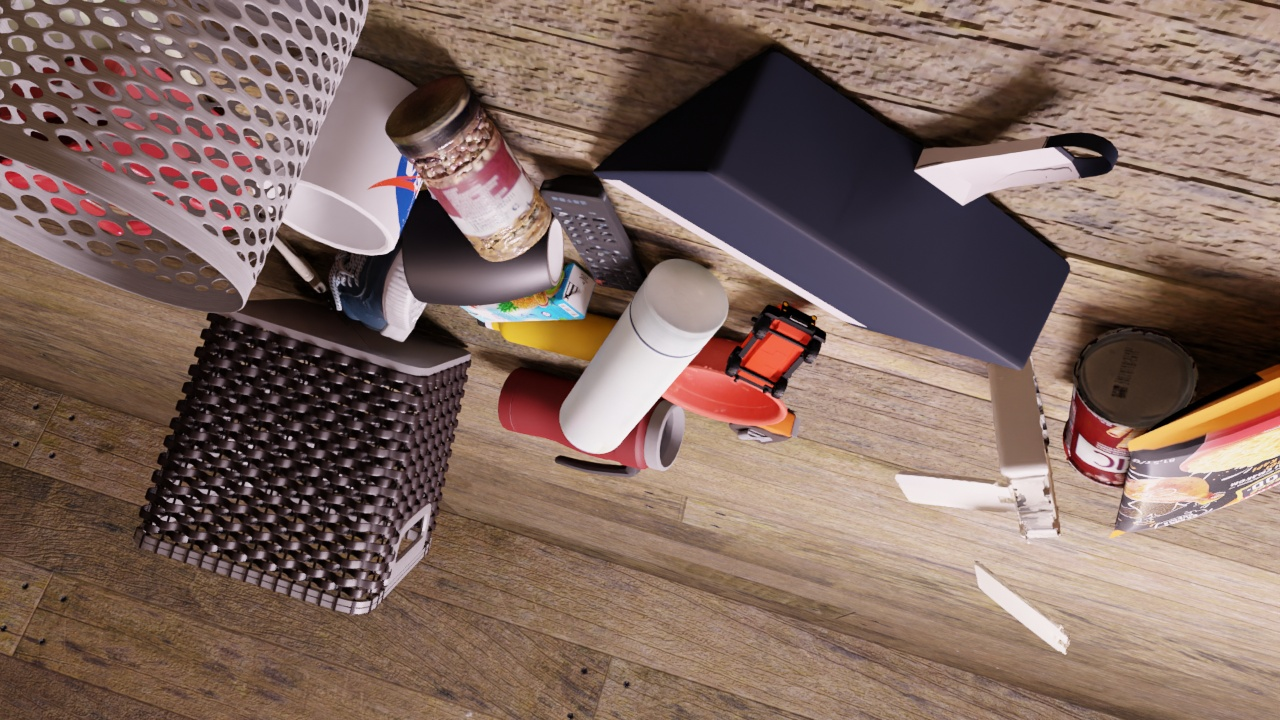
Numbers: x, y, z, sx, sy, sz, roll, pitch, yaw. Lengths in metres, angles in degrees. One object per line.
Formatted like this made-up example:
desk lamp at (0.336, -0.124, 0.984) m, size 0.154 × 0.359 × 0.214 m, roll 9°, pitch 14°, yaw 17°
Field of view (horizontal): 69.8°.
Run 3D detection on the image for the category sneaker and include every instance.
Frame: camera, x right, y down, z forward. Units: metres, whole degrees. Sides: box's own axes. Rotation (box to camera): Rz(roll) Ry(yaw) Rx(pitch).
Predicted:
sneaker at (-0.224, -0.073, 0.796) m, size 0.087 × 0.089 × 0.236 m, roll 28°, pitch 164°, yaw -14°

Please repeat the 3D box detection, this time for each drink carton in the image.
drink carton at (-0.099, -0.057, 0.786) m, size 0.129 × 0.044 × 0.038 m, roll 0°, pitch 155°, yaw 38°

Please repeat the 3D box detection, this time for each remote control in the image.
remote control at (-0.027, -0.090, 0.664) m, size 0.047 × 0.022 × 0.150 m, roll 11°, pitch 162°, yaw 17°

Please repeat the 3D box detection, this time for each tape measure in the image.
tape measure at (0.121, 0.065, 0.941) m, size 0.058 × 0.038 × 0.058 m, roll 26°, pitch 160°, yaw -23°

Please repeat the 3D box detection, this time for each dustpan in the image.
dustpan at (0.131, -0.083, 0.512) m, size 0.236 × 0.080 × 0.273 m, roll 27°, pitch 180°, yaw -25°

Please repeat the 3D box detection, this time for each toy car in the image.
toy car at (0.105, -0.012, 0.718) m, size 0.051 × 0.048 × 0.100 m, roll 26°, pitch 146°, yaw -3°

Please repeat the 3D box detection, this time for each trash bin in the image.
trash bin at (-0.234, -0.140, 0.449) m, size 0.156 × 0.183 × 0.157 m, roll 16°, pitch 162°, yaw 5°

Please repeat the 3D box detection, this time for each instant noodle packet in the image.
instant noodle packet at (0.382, 0.054, 0.581) m, size 0.160 × 0.032 × 0.221 m, roll -26°, pitch 148°, yaw 11°

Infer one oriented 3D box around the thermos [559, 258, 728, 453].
thermos at (-0.004, 0.004, 0.754) m, size 0.068 × 0.067 × 0.231 m, roll 21°, pitch 145°, yaw -11°

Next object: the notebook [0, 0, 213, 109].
notebook at (-0.432, -0.232, 0.641) m, size 0.252 × 0.010 × 0.182 m, roll 18°, pitch 162°, yaw -1°

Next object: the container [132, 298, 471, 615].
container at (-0.337, 0.084, 0.981) m, size 0.245 × 0.244 × 0.247 m, roll 17°, pitch -174°, yaw 1°

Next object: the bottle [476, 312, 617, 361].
bottle at (-0.080, -0.029, 0.846) m, size 0.144 × 0.043 × 0.043 m, roll 14°, pitch 161°, yaw 11°

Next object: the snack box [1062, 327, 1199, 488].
snack box at (0.326, 0.035, 0.616) m, size 0.072 × 0.072 × 0.121 m, roll 9°, pitch 159°, yaw 25°

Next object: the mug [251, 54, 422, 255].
mug at (-0.189, -0.125, 0.598) m, size 0.091 × 0.090 × 0.121 m, roll 22°, pitch 161°, yaw -12°

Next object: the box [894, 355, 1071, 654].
box at (0.253, 0.112, 0.683) m, size 0.105 × 0.187 × 0.143 m, roll -10°, pitch 145°, yaw 25°

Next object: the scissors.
scissors at (-0.313, -0.079, 0.872) m, size 0.157 × 0.012 × 0.171 m, roll 53°, pitch 170°, yaw -27°

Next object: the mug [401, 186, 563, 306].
mug at (-0.111, -0.094, 0.655) m, size 0.100 × 0.084 × 0.119 m, roll 3°, pitch 129°, yaw 8°

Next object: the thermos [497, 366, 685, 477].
thermos at (-0.056, 0.075, 1.030) m, size 0.199 × 0.108 × 0.083 m, roll 12°, pitch -162°, yaw 23°

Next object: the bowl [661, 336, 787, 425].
bowl at (0.073, 0.014, 0.825) m, size 0.130 × 0.045 × 0.131 m, roll 16°, pitch 161°, yaw 5°

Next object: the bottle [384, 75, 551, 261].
bottle at (-0.104, -0.116, 0.568) m, size 0.056 × 0.056 × 0.105 m, roll 4°, pitch 145°, yaw 35°

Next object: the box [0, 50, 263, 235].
box at (-0.381, -0.153, 0.680) m, size 0.158 × 0.087 × 0.129 m, roll 2°, pitch 156°, yaw 30°
